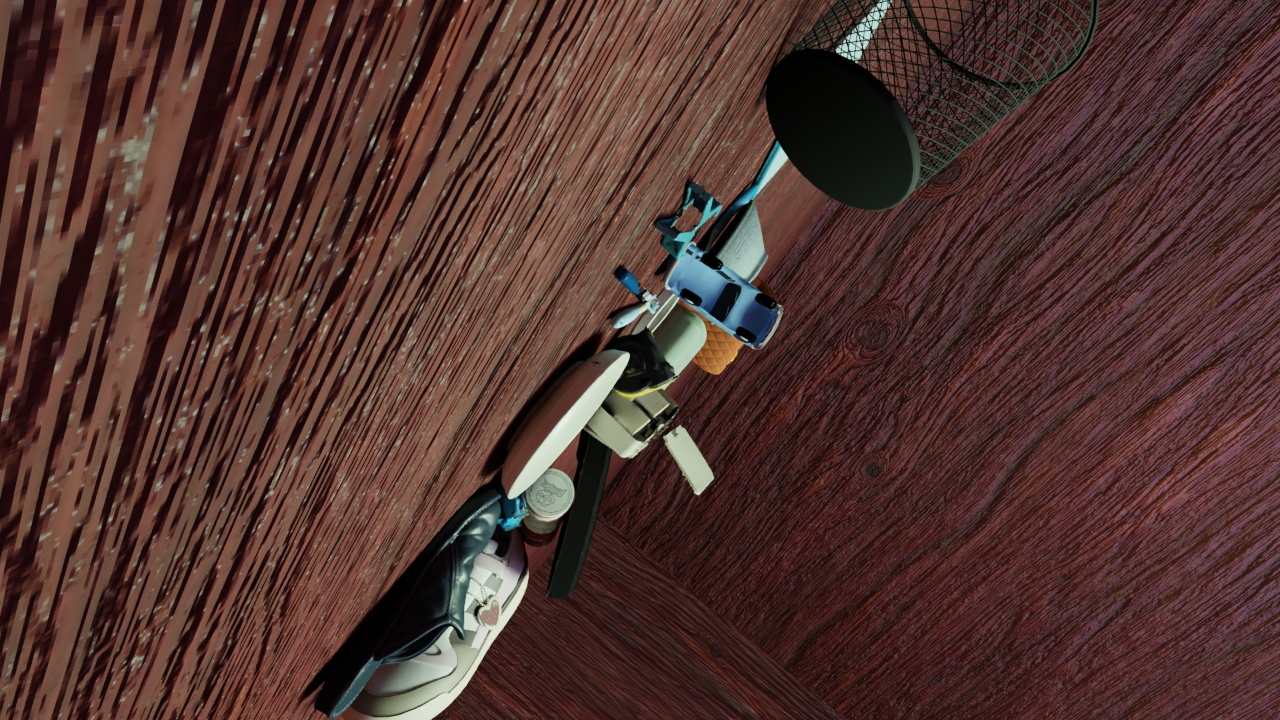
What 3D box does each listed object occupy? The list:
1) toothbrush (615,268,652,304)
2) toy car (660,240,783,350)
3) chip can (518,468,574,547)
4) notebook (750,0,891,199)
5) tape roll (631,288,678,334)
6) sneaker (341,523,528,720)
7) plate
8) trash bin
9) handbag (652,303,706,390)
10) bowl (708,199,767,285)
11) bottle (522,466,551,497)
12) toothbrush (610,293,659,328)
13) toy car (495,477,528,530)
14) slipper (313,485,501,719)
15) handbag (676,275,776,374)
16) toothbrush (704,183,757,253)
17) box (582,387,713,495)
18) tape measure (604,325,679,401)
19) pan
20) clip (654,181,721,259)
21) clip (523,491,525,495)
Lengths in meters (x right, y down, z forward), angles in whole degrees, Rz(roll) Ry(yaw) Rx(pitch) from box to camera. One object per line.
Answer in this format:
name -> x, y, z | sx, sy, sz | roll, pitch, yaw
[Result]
toothbrush -> -0.005, -0.066, 0.817 | 0.014, 0.014, 0.167 | -40, 174, 2
toy car -> 0.084, -0.068, 0.965 | 0.056, 0.153, 0.055 | -60, -148, -1
chip can -> -0.113, 0.176, 1.067 | 0.051, 0.052, 0.215 | -49, 174, -22
notebook -> 0.204, -0.299, 1.019 | 0.180, 0.009, 0.254 | -49, 174, -20
tape roll -> 0.021, -0.058, 1.097 | 0.093, 0.013, 0.093 | -51, 175, -6
sneaker -> -0.217, 0.280, 1.024 | 0.292, 0.112, 0.117 | -43, 149, -48
plate -> -0.080, 0.054, 0.897 | 0.182, 0.034, 0.182 | -50, 175, -7
trash bin -> 0.223, -0.242, 0.740 | 0.209, 0.184, 0.184 | -43, 173, -17
handbag -> 0.028, -0.005, 1.235 | 0.121, 0.067, 0.106 | -49, 173, -17
bowl -> 0.115, -0.121, 1.101 | 0.137, 0.057, 0.137 | -55, -176, 5
bottle -> -0.136, 0.155, 1.156 | 0.025, 0.025, 0.105 | -53, 174, 24
toothbrush -> -0.005, -0.049, 0.930 | 0.154, 0.016, 0.022 | -37, 133, -72
toy car -> -0.143, 0.153, 0.982 | 0.032, 0.048, 0.106 | -10, 163, -20
slipper -> -0.205, 0.251, 0.911 | 0.265, 0.083, 0.109 | -55, 174, -15
handbag -> 0.109, -0.066, 1.271 | 0.060, 0.109, 0.172 | -47, 173, -38
toothbrush -> 0.092, -0.155, 1.050 | 0.135, 0.017, 0.022 | -52, 175, -14
box -> 0.009, 0.085, 1.057 | 0.044, 0.184, 0.143 | -48, 172, 26
tape measure -> -0.006, 0.006, 0.991 | 0.072, 0.071, 0.042 | -30, -179, 11
pan -> -0.071, 0.154, 1.161 | 0.355, 0.034, 0.226 | -87, -167, -72
clip -> 0.054, -0.135, 0.794 | 0.120, 0.030, 0.130 | -45, 175, -11
clip -> -0.106, 0.113, 1.043 | 0.102, 0.052, 0.059 | -53, 162, 27
